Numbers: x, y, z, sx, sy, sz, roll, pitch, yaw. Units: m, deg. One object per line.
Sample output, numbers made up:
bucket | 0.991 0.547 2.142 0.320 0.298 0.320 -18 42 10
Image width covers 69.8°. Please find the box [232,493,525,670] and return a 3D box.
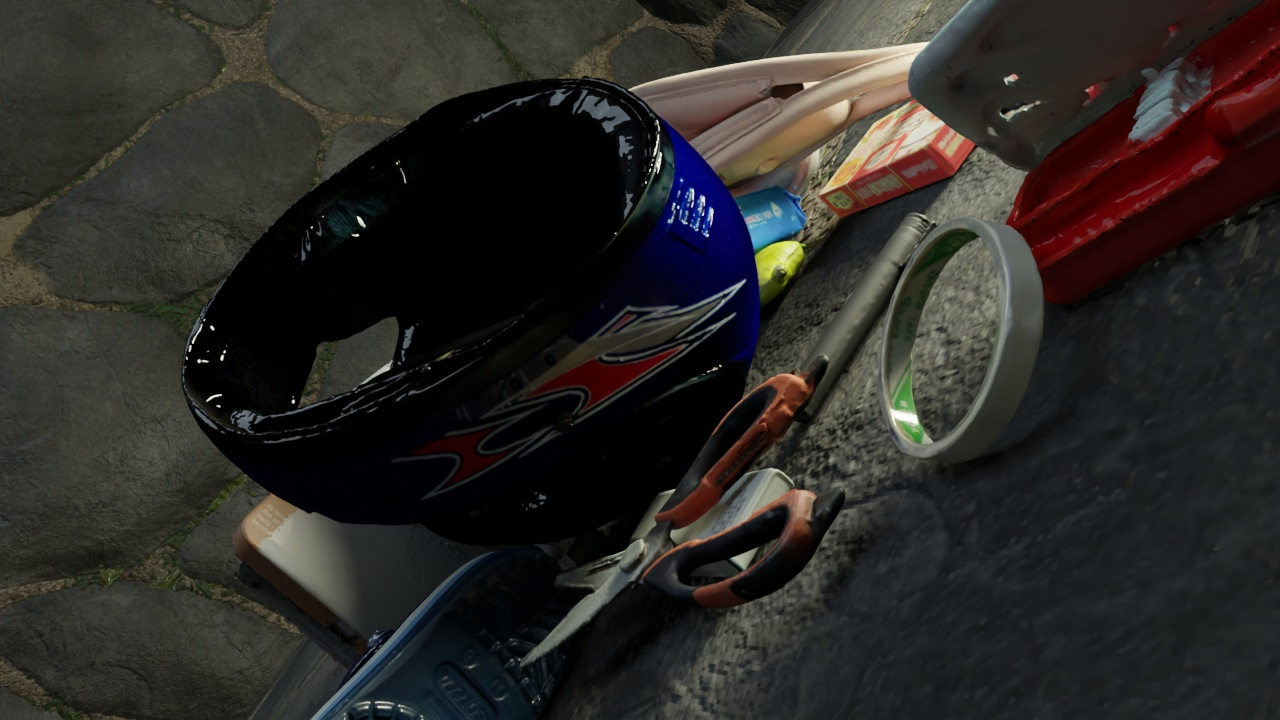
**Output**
box | -0.168 0.149 0.614 0.154 0.182 0.184 -51 0 5

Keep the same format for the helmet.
helmet | -0.074 -0.003 0.560 0.315 0.241 0.247 -38 51 -14

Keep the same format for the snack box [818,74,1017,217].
snack box | 0.177 -0.142 0.604 0.075 0.025 0.153 -52 9 -8

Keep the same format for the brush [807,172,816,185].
brush | 0.104 -0.164 0.897 0.146 0.073 0.063 -38 13 46

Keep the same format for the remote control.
remote control | 0.029 0.081 0.451 0.049 0.024 0.125 -57 12 -22

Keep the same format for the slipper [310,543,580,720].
slipper | -0.126 0.200 0.472 0.095 0.105 0.252 -28 22 51

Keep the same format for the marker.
marker | 0.113 -0.023 0.472 0.022 0.020 0.131 17 64 49

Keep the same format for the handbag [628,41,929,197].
handbag | 0.116 -0.186 0.681 0.235 0.093 0.192 -16 5 28

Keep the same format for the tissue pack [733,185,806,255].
tissue pack | 0.067 -0.092 0.743 0.156 0.052 0.095 -28 -12 -50

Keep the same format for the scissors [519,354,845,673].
scissors | 0.015 0.081 0.414 0.225 0.015 0.189 -52 15 0

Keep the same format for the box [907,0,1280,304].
box | 0.174 -0.114 0.273 0.202 0.101 0.095 -41 13 49

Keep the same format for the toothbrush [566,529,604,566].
toothbrush | -0.073 0.180 0.573 0.191 0.018 0.016 -57 11 -33

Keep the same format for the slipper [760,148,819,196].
slipper | 0.057 -0.130 0.868 0.054 0.114 0.275 -3 -30 -45

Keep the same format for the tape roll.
tape roll | 0.109 -0.007 0.321 0.086 0.014 0.086 -171 91 -80

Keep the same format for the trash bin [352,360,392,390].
trash bin | -0.184 0.072 0.947 0.230 0.229 0.251 -40 8 49

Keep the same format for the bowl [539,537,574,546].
bowl | -0.087 0.083 0.709 0.116 0.066 0.116 -173 90 -69

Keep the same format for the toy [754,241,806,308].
toy | 0.085 -0.054 0.691 0.100 0.031 0.096 -49 7 16
